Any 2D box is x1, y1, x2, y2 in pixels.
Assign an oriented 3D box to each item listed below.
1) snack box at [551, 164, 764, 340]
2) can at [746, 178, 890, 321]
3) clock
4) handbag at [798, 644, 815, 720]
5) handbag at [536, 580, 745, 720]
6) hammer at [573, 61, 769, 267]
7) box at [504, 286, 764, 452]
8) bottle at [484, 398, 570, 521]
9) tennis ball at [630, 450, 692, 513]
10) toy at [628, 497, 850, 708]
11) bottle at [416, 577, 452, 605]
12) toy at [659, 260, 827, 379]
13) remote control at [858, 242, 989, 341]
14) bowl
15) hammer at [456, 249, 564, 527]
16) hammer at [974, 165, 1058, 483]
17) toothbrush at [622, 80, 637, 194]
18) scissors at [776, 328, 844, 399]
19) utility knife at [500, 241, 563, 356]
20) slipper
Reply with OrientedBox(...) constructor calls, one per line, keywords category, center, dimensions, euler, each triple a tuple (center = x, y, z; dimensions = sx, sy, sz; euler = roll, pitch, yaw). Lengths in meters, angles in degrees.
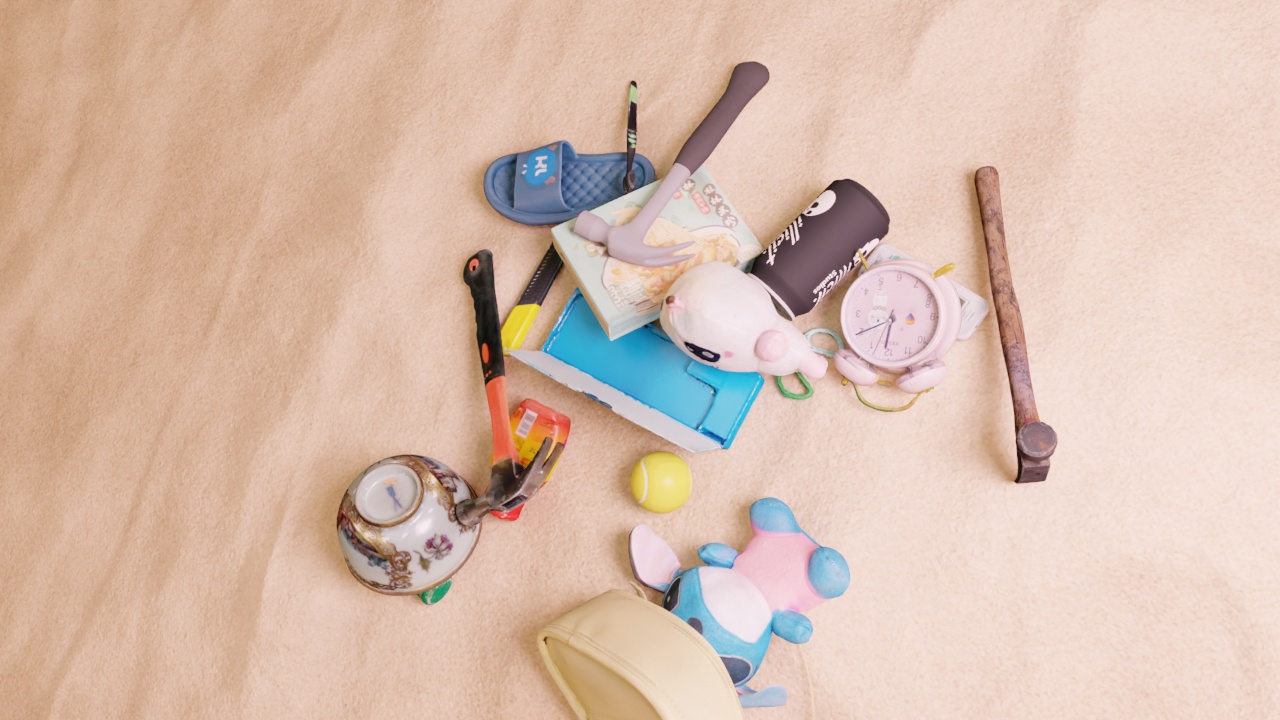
OrientedBox(category="snack box", center=(0.018, -0.123, 1.015), dimensions=(0.193, 0.044, 0.141), euler=(-26, 66, -11))
OrientedBox(category="can", center=(0.188, -0.117, 0.970), dimensions=(0.146, 0.080, 0.080), euler=(-45, 68, 0))
OrientedBox(category="clock", center=(0.255, -0.027, 0.925), dimensions=(0.117, 0.058, 0.158), euler=(11, 97, 28))
OrientedBox(category="handbag", center=(0.129, 0.340, 0.901), dimensions=(0.084, 0.027, 0.177), euler=(-5, 69, 17))
OrientedBox(category="handbag", center=(0.008, 0.311, 0.859), dimensions=(0.088, 0.233, 0.191), euler=(-26, 94, -32))
OrientedBox(category="hammer", center=(0.061, -0.227, 1.024), dimensions=(0.125, 0.030, 0.310), euler=(28, 67, 17))
OrientedBox(category="box", center=(-0.006, 0.007, 0.980), dimensions=(0.243, 0.113, 0.114), euler=(27, 85, 21))
OrientedBox(category="bottle", center=(-0.131, 0.113, 1.024), dimensions=(0.071, 0.048, 0.134), euler=(24, 83, 23))
OrientedBox(category="tennis ball", center=(0.022, 0.128, 0.964), dimensions=(0.065, 0.065, 0.065), euler=(-5, 74, 16))
OrientedBox(category="toy", center=(0.095, 0.224, 0.903), dimensions=(0.191, 0.099, 0.224), euler=(-42, 52, -2))
OrientedBox(category="bottle", center=(-0.264, 0.229, 1.038), dimensions=(0.110, 0.042, 0.042), euler=(33, 87, 22))
OrientedBox(category="toy", center=(0.107, -0.030, 0.930), dimensions=(0.179, 0.139, 0.101), euler=(30, 91, 6))
OrientedBox(category="remote control", center=(0.294, -0.071, 0.957), dimensions=(0.133, 0.022, 0.050), euler=(36, 87, 22))
OrientedBox(category="bowl", center=(-0.261, 0.164, 0.999), dimensions=(0.160, 0.094, 0.159), euler=(-2, 56, 3))
OrientedBox(category="hammer", center=(-0.167, 0.012, 1.039), dimensions=(0.133, 0.033, 0.332), euler=(-29, 56, 23))
OrientedBox(category="hammer", center=(0.361, -0.043, 0.903), dimensions=(0.033, 0.120, 0.329), euler=(-5, 64, 14))
OrientedBox(category="toothbrush", center=(-0.010, -0.268, 1.083), dimensions=(0.014, 0.017, 0.187), euler=(13, 57, -18))
OrientedBox(category="scissors", center=(0.162, -0.022, 0.990), dimensions=(0.112, 0.012, 0.131), euler=(-31, 67, 5))
OrientedBox(category="utility knife", center=(-0.122, -0.084, 1.091), dimensions=(0.029, 0.020, 0.174), euler=(27, 86, 20))
OrientedBox(category="slipper", center=(-0.089, -0.213, 1.090), dimensions=(0.214, 0.059, 0.103), euler=(2, 68, 13))
